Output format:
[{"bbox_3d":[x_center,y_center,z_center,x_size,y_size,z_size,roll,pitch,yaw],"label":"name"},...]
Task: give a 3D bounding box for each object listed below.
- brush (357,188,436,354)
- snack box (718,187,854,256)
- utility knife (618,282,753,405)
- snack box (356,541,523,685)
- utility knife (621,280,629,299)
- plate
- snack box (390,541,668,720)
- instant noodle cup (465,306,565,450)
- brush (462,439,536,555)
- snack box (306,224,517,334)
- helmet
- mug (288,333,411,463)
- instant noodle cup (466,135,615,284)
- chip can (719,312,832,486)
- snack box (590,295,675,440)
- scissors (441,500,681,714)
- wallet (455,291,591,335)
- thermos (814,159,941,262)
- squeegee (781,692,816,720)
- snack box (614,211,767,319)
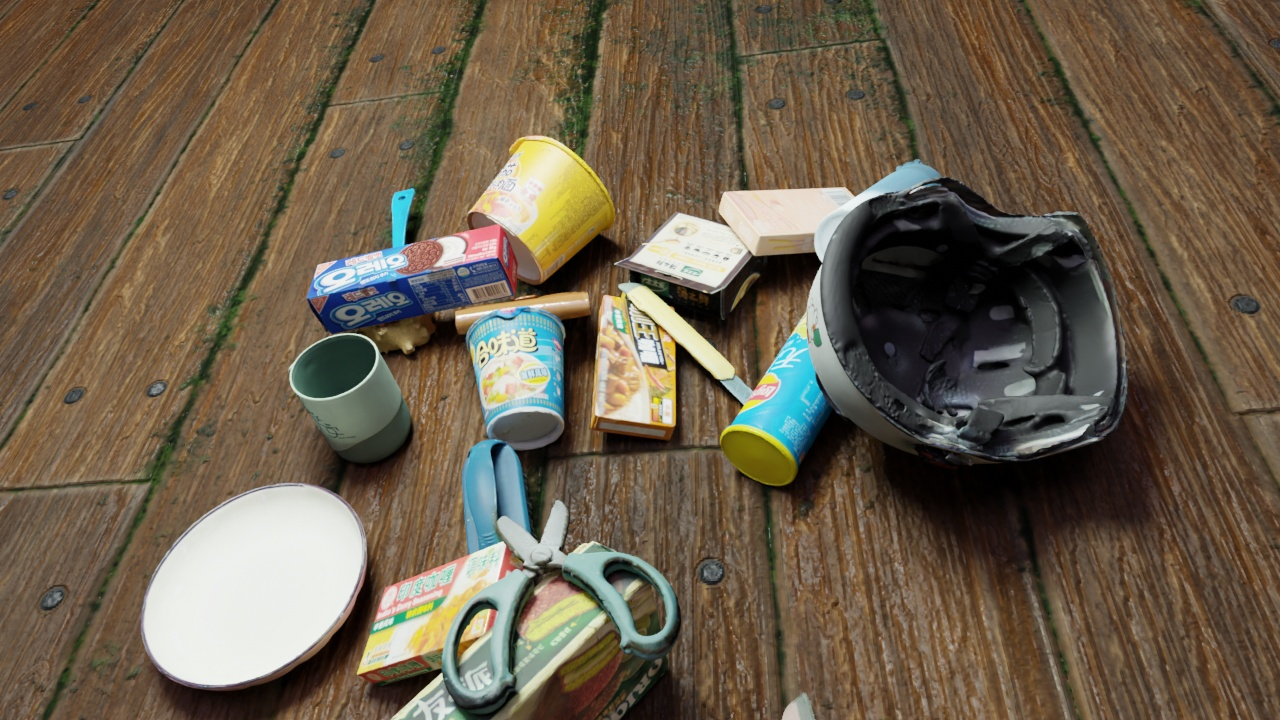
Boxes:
[{"bbox_3d":[-0.271,-0.108,1.035,0.083,0.046,0.254,-13,53,5],"label":"brush"},{"bbox_3d":[0.169,-0.147,0.961,0.157,0.026,0.084,-7,43,-23],"label":"snack box"},{"bbox_3d":[0.055,-0.012,0.880,0.030,0.022,0.212,-28,56,-33],"label":"utility knife"},{"bbox_3d":[-0.152,0.196,0.702,0.156,0.027,0.076,-27,37,34],"label":"snack box"},{"bbox_3d":[-0.019,-0.028,0.936,0.033,0.015,0.170,3,49,11],"label":"utility knife"},{"bbox_3d":[-0.322,0.194,0.784,0.192,0.039,0.192,-6,47,6],"label":"plate"},{"bbox_3d":[-0.084,0.242,0.619,0.063,0.115,0.239,25,51,36],"label":"snack box"},{"bbox_3d":[-0.113,0.021,0.865,0.099,0.099,0.109,-11,55,1],"label":"instant noodle cup"},{"bbox_3d":[-0.125,0.124,0.782,0.055,0.073,0.143,-17,48,2],"label":"brush"},{"bbox_3d":[-0.233,-0.082,0.941,0.207,0.057,0.058,-12,46,8],"label":"snack box"},{"bbox_3d":[0.247,-0.017,0.756,0.274,0.157,0.229,2,73,-13],"label":"helmet"},{"bbox_3d":[-0.281,0.036,0.871,0.112,0.106,0.082,15,54,23],"label":"mug"},{"bbox_3d":[-0.114,-0.157,1.001,0.138,0.138,0.109,28,67,31],"label":"instant noodle cup"},{"bbox_3d":[0.152,0.012,0.827,0.071,0.071,0.209,20,55,27],"label":"chip can"},{"bbox_3d":[-0.005,0.005,0.880,0.075,0.026,0.153,9,49,-8],"label":"snack box"},{"bbox_3d":[-0.068,0.165,0.603,0.180,0.019,0.170,-36,47,-27],"label":"scissors"},{"bbox_3d":[-0.117,-0.050,0.931,0.132,0.031,0.108,-8,6,-4],"label":"wallet"},{"bbox_3d":[0.244,-0.143,0.904,0.070,0.070,0.219,21,32,27],"label":"thermos"},{"bbox_3d":[0.020,0.350,0.572,0.250,0.040,0.247,-17,31,4],"label":"squeegee"},{"bbox_3d":[0.055,-0.098,0.950,0.113,0.053,0.125,20,48,26],"label":"snack box"}]
